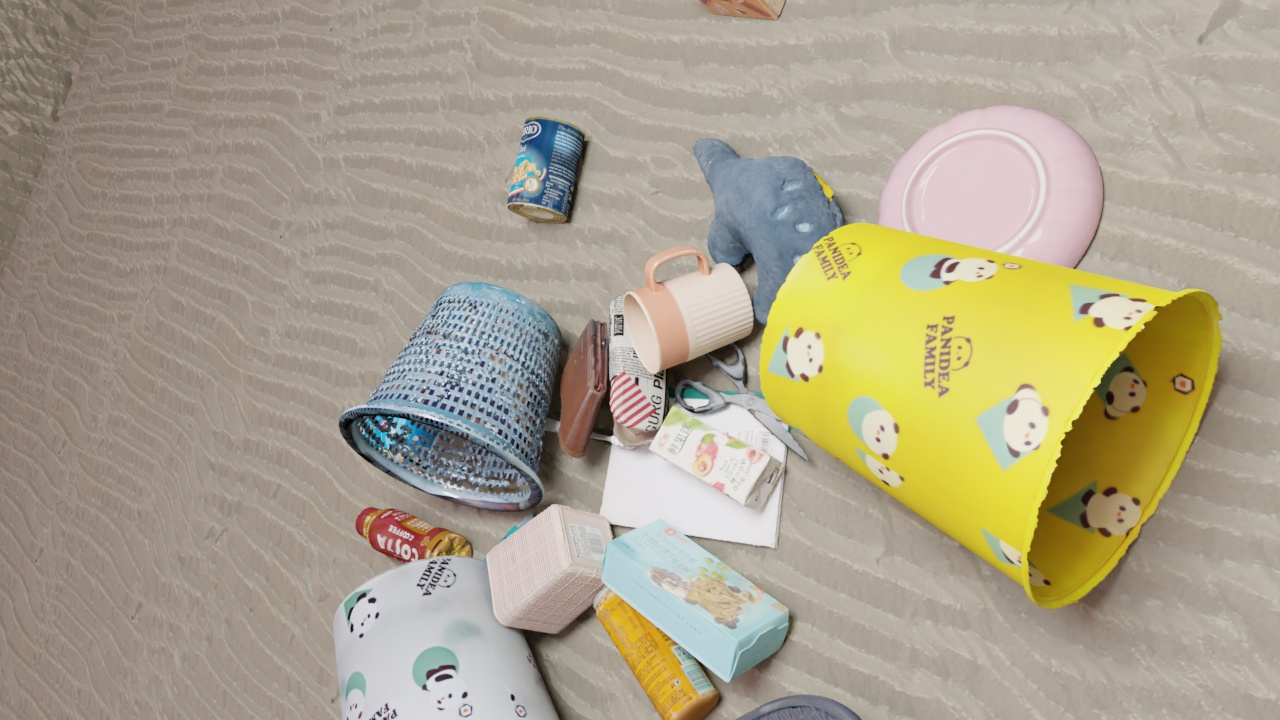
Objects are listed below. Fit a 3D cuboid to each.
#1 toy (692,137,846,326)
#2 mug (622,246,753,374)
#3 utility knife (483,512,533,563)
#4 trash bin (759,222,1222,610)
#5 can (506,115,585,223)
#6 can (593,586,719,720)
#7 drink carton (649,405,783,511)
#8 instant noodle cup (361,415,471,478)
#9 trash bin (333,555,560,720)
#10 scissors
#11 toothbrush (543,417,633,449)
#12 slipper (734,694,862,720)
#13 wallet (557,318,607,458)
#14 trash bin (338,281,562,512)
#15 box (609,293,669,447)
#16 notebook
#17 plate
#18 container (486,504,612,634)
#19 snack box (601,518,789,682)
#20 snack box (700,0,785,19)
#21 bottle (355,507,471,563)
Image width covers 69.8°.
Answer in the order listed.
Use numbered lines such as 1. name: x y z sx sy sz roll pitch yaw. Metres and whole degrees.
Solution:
1. toy: 0.135 -0.118 0.888 0.138 0.091 0.356 -59 45 45
2. mug: 0.044 -0.057 0.894 0.081 0.105 0.115 -135 29 -56
3. utility knife: -0.177 0.239 1.070 0.175 0.013 0.029 -49 56 17
4. trash bin: 0.242 0.017 0.687 0.255 0.229 0.230 31 97 43
5. can: -0.114 -0.227 1.105 0.075 0.075 0.111 7 83 38
6. can: 0.013 0.280 0.886 0.058 0.058 0.146 -50 54 16
7. drink carton: 0.073 0.094 0.883 0.122 0.045 0.053 26 87 38
8. instant noodle cup: -0.271 0.098 1.134 0.110 0.099 0.099 16 88 30
9. trash bin: -0.199 0.355 0.933 0.230 0.229 0.251 -43 51 20
10. scissors: 0.106 0.035 0.896 0.165 0.014 0.162 -14 58 29
11. toothbrush: -0.074 0.078 1.023 0.180 0.016 0.016 8 80 44
12. slipper: 0.119 0.355 0.783 0.269 0.083 0.110 -39 48 44
13. wallet: -0.060 0.028 0.977 0.124 0.032 0.101 -95 24 -50
14. trash bin: -0.183 0.031 1.009 0.227 0.226 0.194 -4 54 36
15. box: -0.005 0.002 0.947 0.076 0.086 0.162 -10 56 17
16. notebook: 0.052 0.102 0.932 0.210 0.012 0.150 1 78 37
17. plate: 0.292 -0.136 0.796 0.193 0.039 0.192 -11 72 35
18. container: -0.087 0.212 0.946 0.111 0.089 0.090 -42 45 28
19. snack box: 0.048 0.219 0.858 0.175 0.074 0.052 30 123 38
20. snack box: 0.109 -0.431 0.987 0.094 0.077 0.093 23 93 39
21. bottle: -0.285 0.220 1.128 0.175 0.057 0.057 10 84 38
